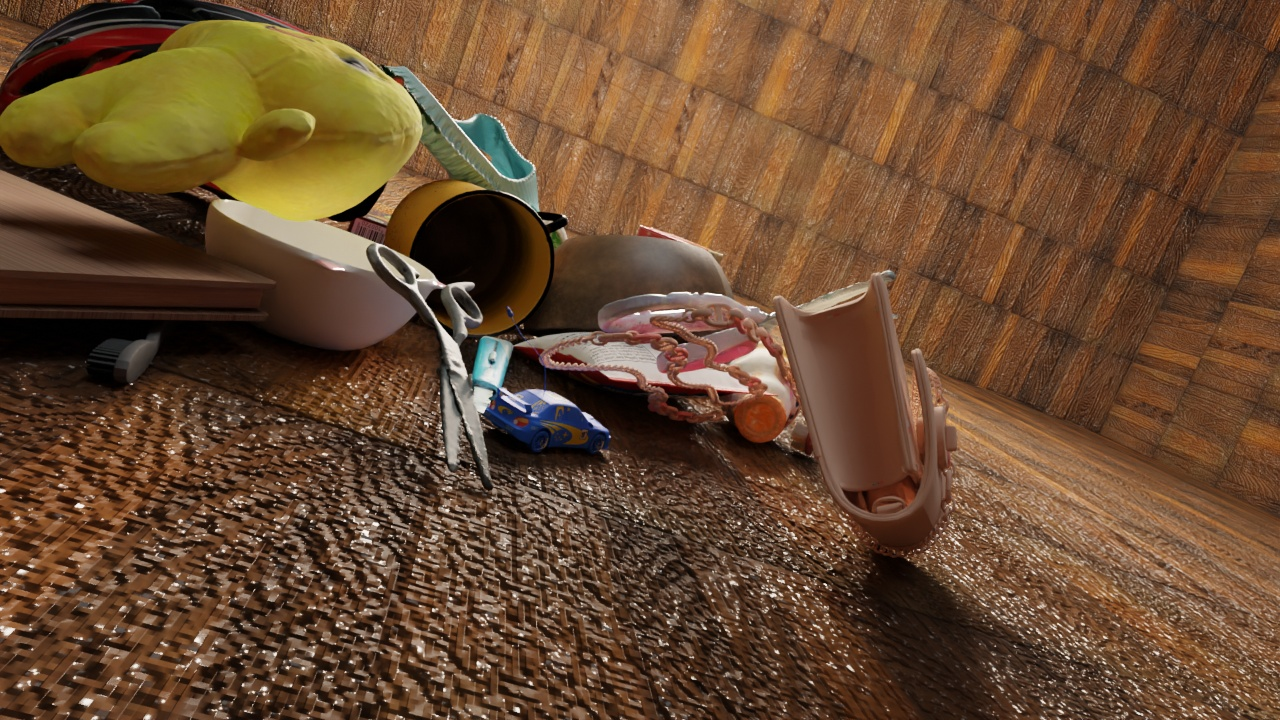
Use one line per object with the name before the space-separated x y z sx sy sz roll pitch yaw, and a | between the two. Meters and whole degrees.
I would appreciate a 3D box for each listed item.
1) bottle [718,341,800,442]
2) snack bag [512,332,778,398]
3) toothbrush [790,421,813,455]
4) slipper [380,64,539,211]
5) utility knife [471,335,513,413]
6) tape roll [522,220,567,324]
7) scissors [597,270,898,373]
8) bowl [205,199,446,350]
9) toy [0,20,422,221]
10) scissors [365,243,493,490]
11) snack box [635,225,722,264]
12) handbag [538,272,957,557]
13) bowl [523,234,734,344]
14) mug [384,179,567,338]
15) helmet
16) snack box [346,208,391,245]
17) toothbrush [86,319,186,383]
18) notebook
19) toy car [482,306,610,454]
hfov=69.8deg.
bottle | 0.088 0.025 0.672 0.063 0.063 0.108 22 17 1
snack bag | -0.003 0.004 0.619 0.130 0.039 0.144 6 5 -36
toothbrush | 0.110 0.025 0.610 0.016 0.015 0.184 23 -20 18
slipper | -0.126 -0.158 0.762 0.116 0.069 0.276 51 -2 25
utility knife | -0.084 0.009 0.517 0.022 0.015 0.148 16 12 -11
tape roll | -0.082 -0.073 0.761 0.018 0.094 0.093 4 3 18
scissors | 0.049 -0.019 0.477 0.174 0.013 0.171 6 -17 -41
bowl | -0.170 -0.039 0.477 0.114 0.050 0.114 21 9 -4
toy | -0.185 -0.110 0.429 0.134 0.092 0.207 17 17 14
scissors | -0.081 0.000 0.422 0.159 0.014 0.120 56 15 22
snack box | 0.028 -0.072 0.957 0.060 0.113 0.236 22 9 9
handbag | 0.069 0.052 0.485 0.187 0.116 0.198 -13 -19 16
bowl | -0.006 -0.049 0.702 0.162 0.070 0.162 5 -4 0
mug | -0.116 -0.081 0.658 0.123 0.100 0.094 -27 27 -18
helmet | -0.323 -0.176 0.678 0.272 0.167 0.217 9 6 -1
snack box | -0.181 -0.096 0.864 0.186 0.032 0.101 19 9 -18
toothbrush | -0.202 -0.017 0.393 0.013 0.013 0.167 11 11 -15
notebook | -0.285 -0.059 0.367 0.210 0.022 0.169 21 9 18
toy car | -0.042 0.010 0.446 0.033 0.062 0.091 28 11 35
